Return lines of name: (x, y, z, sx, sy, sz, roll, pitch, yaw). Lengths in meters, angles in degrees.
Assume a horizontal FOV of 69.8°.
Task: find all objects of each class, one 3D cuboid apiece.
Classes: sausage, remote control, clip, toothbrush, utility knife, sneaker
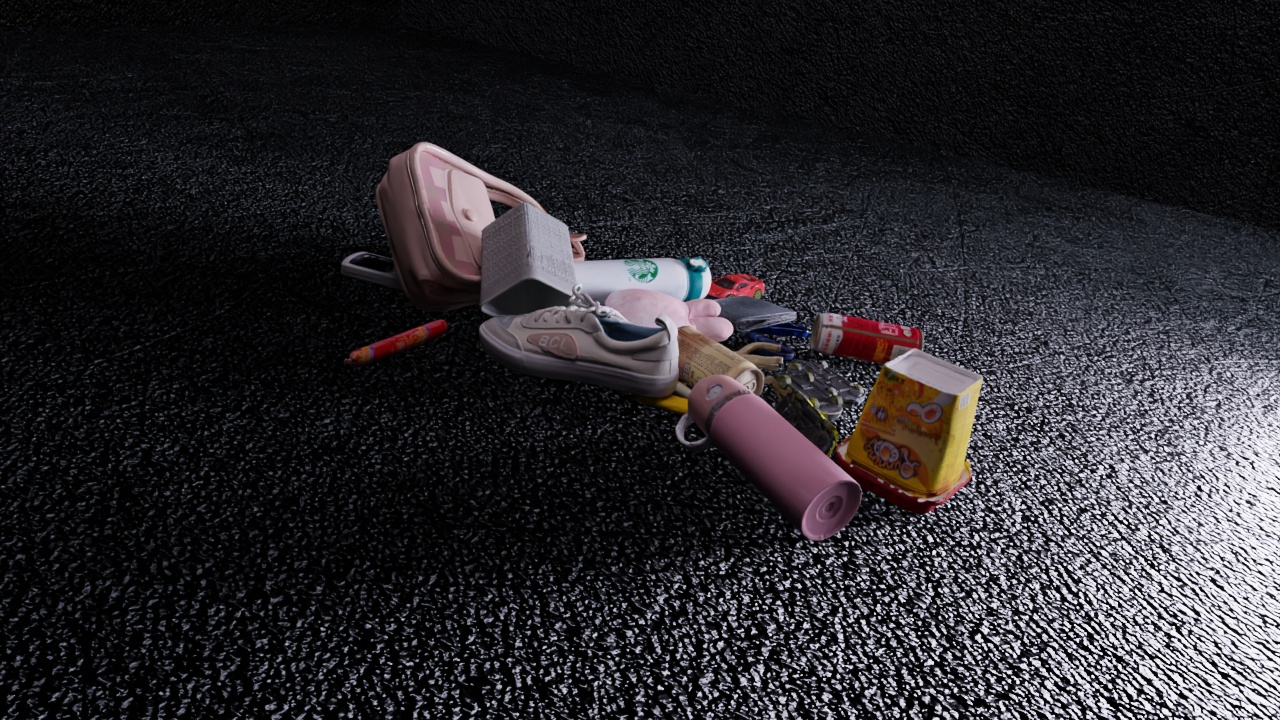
sausage: (-0.259, -0.019, 0.994, 0.020, 0.020, 0.155, 22, 27, 24)
remote control: (-0.304, -0.109, 1.168, 0.150, 0.021, 0.058, 15, 25, 8)
clip: (0.120, 0.006, 1.071, 0.104, 0.035, 0.084, -2, 26, -14)
toothbrush: (-0.006, 0.006, 1.042, 0.018, 0.016, 0.191, -25, 41, -35)
utility knife: (0.063, 0.054, 0.964, 0.154, 0.015, 0.033, 16, 19, 14)
sneaker: (-0.071, -0.031, 0.995, 0.242, 0.091, 0.089, 12, 23, 22)

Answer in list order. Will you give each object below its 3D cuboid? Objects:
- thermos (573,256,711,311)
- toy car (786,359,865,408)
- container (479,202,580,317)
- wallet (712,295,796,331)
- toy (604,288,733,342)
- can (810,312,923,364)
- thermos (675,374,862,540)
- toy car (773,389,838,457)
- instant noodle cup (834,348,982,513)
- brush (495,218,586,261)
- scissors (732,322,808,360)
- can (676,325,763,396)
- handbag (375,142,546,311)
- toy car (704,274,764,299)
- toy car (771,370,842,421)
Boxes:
thermos: (-0.011, -0.102, 1.202, 0.223, 0.073, 0.073, -6, 29, -30)
toy car: (0.212, 0.029, 1.056, 0.048, 0.031, 0.105, -6, 28, -30)
container: (-0.132, -0.112, 1.075, 0.090, 0.090, 0.114, 24, 49, -47)
wallet: (0.136, -0.067, 1.229, 0.120, 0.019, 0.097, -10, 25, -39)
toy: (0.032, -0.049, 1.129, 0.159, 0.054, 0.121, 1, 33, -17)
can: (0.289, -0.026, 1.178, 0.133, 0.053, 0.053, 10, 25, 0)
thermos: (0.109, 0.088, 0.854, 0.087, 0.067, 0.198, -39, 43, -7)
toy car: (0.169, 0.071, 0.939, 0.032, 0.048, 0.105, 35, 11, -30)
instant noodle cup: (0.267, 0.064, 0.891, 0.116, 0.124, 0.115, 27, 30, 32)
brush: (-0.148, -0.153, 1.263, 0.145, 0.073, 0.063, 5, 24, -15)
scissors: (0.146, -0.038, 1.200, 0.175, 0.012, 0.162, -3, 27, -22)
can: (0.077, 0.009, 1.015, 0.058, 0.059, 0.116, -11, 32, -38)
handbag: (-0.201, -0.161, 1.156, 0.233, 0.094, 0.193, 0, 65, -44)
toy car: (0.131, -0.104, 1.314, 0.106, 0.031, 0.049, -14, 33, -38)
toy car: (0.184, 0.041, 1.015, 0.042, 0.035, 0.090, -7, 30, -30)
